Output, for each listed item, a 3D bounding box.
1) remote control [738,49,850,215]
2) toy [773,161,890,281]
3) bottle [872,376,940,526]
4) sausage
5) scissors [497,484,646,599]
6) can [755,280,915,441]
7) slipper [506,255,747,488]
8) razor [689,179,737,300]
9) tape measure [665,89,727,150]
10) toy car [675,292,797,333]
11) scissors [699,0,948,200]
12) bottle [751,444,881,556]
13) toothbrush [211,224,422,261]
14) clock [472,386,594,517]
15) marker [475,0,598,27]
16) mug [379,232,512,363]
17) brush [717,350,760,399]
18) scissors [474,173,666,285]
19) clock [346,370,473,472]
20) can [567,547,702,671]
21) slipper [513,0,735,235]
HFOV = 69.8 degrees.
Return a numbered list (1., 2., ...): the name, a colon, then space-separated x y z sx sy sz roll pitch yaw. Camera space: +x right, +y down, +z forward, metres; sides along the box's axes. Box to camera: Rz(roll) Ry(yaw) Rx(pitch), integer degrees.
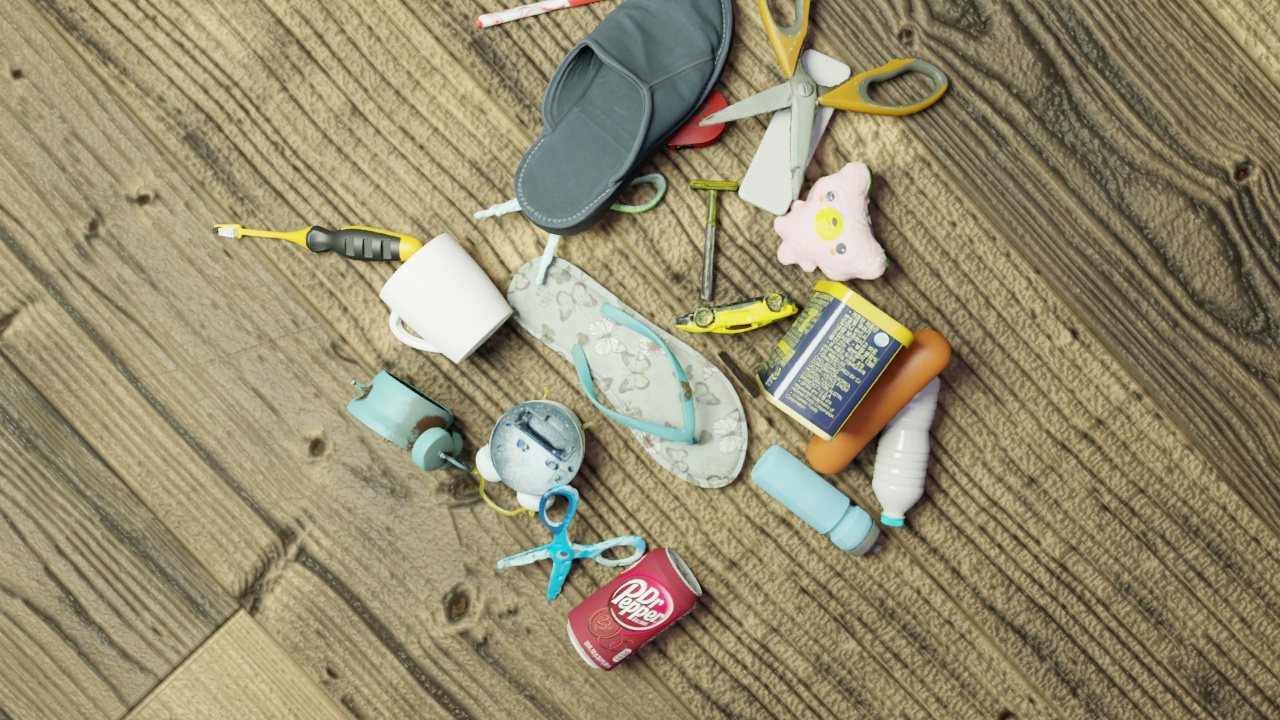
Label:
1. remote control: 0.134 -0.198 0.795 0.045 0.008 0.146 25 86 2
2. toy: 0.162 -0.114 0.790 0.093 0.050 0.102 -8 84 16
3. bottle: 0.230 0.077 0.803 0.044 0.044 0.136 7 95 2
4. sausage: 0.197 0.038 0.775 0.165 0.044 0.039 -53 57 31
5. scissors: -0.064 0.161 0.818 0.134 0.011 0.140 -11 123 -1
6. can: 0.154 -0.002 0.758 0.075 0.135 0.104 35 97 0
7. slipper: -0.005 0.005 0.808 0.269 0.054 0.098 44 93 1
8. razor: 0.061 -0.105 0.811 0.042 0.026 0.106 3 98 1
9. tape measure: 0.049 -0.209 0.803 0.051 0.019 0.059 19 88 5
10. toy car: 0.083 -0.039 0.801 0.107 0.049 0.030 -10 96 5
11. scissors: 0.157 -0.244 0.781 0.229 0.016 0.225 2 83 -7
12. bottle: 0.160 0.128 0.813 0.130 0.040 0.040 38 95 0
13. toothbrush: -0.291 -0.109 0.827 0.197 0.030 0.031 6 110 7
14. clock: -0.098 0.086 0.815 0.083 0.057 0.117 38 95 -1
15. marker: -0.076 -0.313 0.807 0.142 0.012 0.013 -12 93 4
16. mug: -0.176 -0.042 0.807 0.087 0.080 0.114 46 125 -4
17. brush: 0.083 0.015 0.757 0.008 0.143 0.045 -39 82 3
18. scissors: -0.064 -0.153 0.810 0.171 0.024 0.165 -11 95 -7
19. clock: -0.196 0.058 0.804 0.124 0.090 0.053 33 85 1
20. can: -0.006 0.221 0.817 0.114 0.063 0.063 -37 91 5
21. slipper: -0.014 -0.228 0.759 0.109 0.083 0.265 35 86 11
